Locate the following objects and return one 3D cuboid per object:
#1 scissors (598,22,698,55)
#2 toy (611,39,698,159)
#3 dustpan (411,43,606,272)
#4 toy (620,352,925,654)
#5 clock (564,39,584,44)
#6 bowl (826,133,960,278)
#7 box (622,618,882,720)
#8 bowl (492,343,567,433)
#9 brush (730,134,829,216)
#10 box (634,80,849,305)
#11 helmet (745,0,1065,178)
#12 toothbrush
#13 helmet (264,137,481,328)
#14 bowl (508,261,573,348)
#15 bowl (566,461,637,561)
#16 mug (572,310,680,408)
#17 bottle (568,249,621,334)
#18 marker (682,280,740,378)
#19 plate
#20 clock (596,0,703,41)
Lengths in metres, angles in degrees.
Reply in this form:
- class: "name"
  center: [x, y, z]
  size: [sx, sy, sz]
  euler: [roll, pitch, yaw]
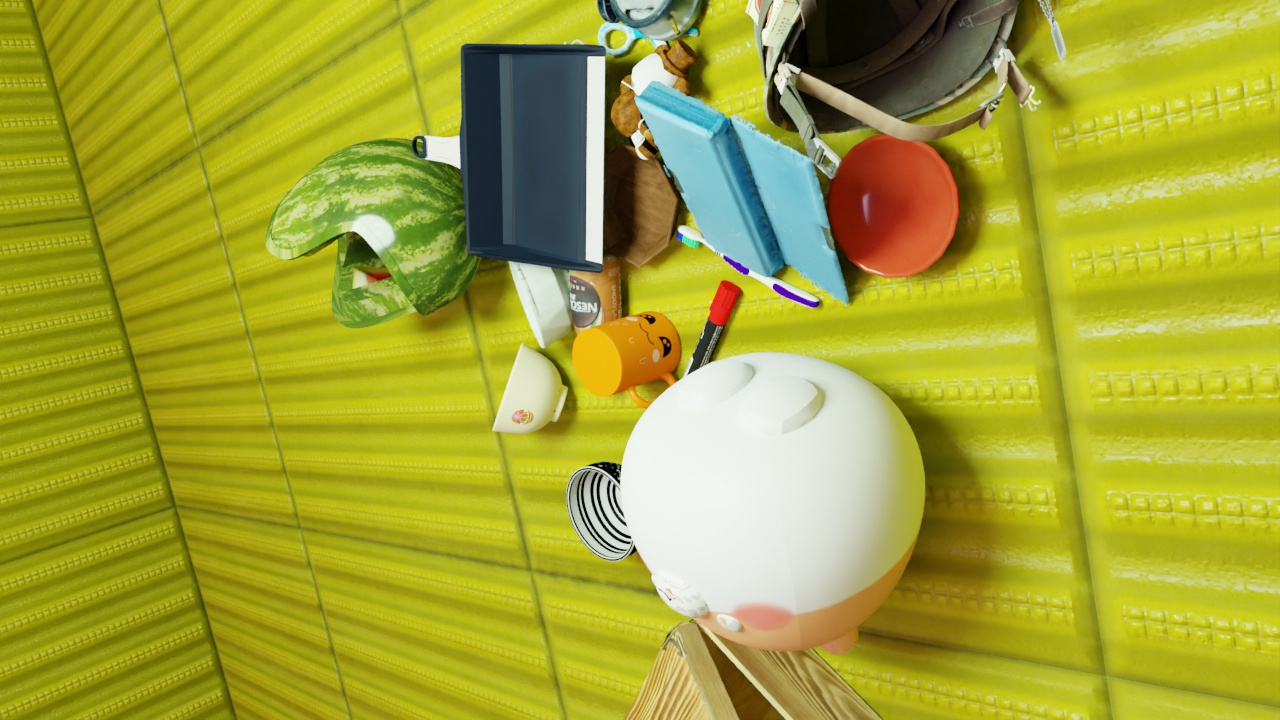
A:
- class: "scissors"
  center: [0.009, -0.356, 0.942]
  size: [0.137, 0.012, 0.127]
  euler: [24, 116, 38]
- class: "toy"
  center: [0.014, -0.269, 0.925]
  size: [0.113, 0.067, 0.087]
  euler: [-42, 52, 29]
- class: "dustpan"
  center: [-0.157, -0.232, 1.031]
  size: [0.273, 0.080, 0.236]
  euler: [21, 116, 46]
- class: "toy"
  center: [0.116, 0.134, 0.825]
  size: [0.263, 0.265, 0.281]
  euler: [18, 131, 43]
- class: "clock"
  center: [-0.084, -0.301, 1.032]
  size: [0.091, 0.042, 0.121]
  euler: [56, 135, 15]
- class: "bowl"
  center: [0.221, -0.133, 0.786]
  size: [0.122, 0.035, 0.122]
  euler: [17, 116, 41]
- class: "box"
  center: [0.078, 0.440, 1.005]
  size: [0.258, 0.220, 0.280]
  euler: [44, 132, 28]
- class: "bowl"
  center: [-0.135, 0.045, 1.174]
  size: [0.074, 0.117, 0.118]
  euler: [19, 127, -8]
- class: "brush"
  center: [0.102, -0.184, 0.873]
  size: [0.195, 0.059, 0.043]
  euler: [39, 115, 33]
- class: "box"
  center: [0.098, -0.137, 0.805]
  size: [0.174, 0.033, 0.231]
  euler: [33, 170, 31]
- class: "helmet"
  center: [0.178, -0.244, 0.671]
  size: [0.225, 0.192, 0.236]
  euler: [134, 126, -72]
- class: "toothbrush"
  center: [0.105, -0.096, 0.932]
  size: [0.187, 0.015, 0.016]
  euler: [35, 131, 32]
- class: "helmet"
  center: [-0.319, -0.170, 1.181]
  size: [0.247, 0.242, 0.213]
  euler: [-1, 148, 16]
- class: "bowl"
  center: [-0.111, -0.078, 1.109]
  size: [0.117, 0.061, 0.117]
  euler: [158, 91, -81]
- class: "bowl"
  center: [-0.027, 0.177, 1.122]
  size: [0.120, 0.066, 0.120]
  euler: [17, 116, 41]
- class: "mug"
  center: [-0.006, 0.006, 1.020]
  size: [0.078, 0.095, 0.112]
  euler: [-45, 71, 44]
- class: "bottle"
  center: [-0.051, -0.044, 1.075]
  size: [0.059, 0.059, 0.167]
  euler: [15, 114, 42]
- class: "marker"
  center: [0.072, -0.020, 0.987]
  size: [0.023, 0.021, 0.145]
  euler: [47, 132, 34]
- class: "plate"
  center: [-0.002, -0.170, 1.006]
  size: [0.131, 0.025, 0.131]
  euler: [17, 116, 41]
- class: "clock"
  center: [0.005, -0.368, 0.902]
  size: [0.129, 0.052, 0.090]
  euler: [34, 113, 31]
